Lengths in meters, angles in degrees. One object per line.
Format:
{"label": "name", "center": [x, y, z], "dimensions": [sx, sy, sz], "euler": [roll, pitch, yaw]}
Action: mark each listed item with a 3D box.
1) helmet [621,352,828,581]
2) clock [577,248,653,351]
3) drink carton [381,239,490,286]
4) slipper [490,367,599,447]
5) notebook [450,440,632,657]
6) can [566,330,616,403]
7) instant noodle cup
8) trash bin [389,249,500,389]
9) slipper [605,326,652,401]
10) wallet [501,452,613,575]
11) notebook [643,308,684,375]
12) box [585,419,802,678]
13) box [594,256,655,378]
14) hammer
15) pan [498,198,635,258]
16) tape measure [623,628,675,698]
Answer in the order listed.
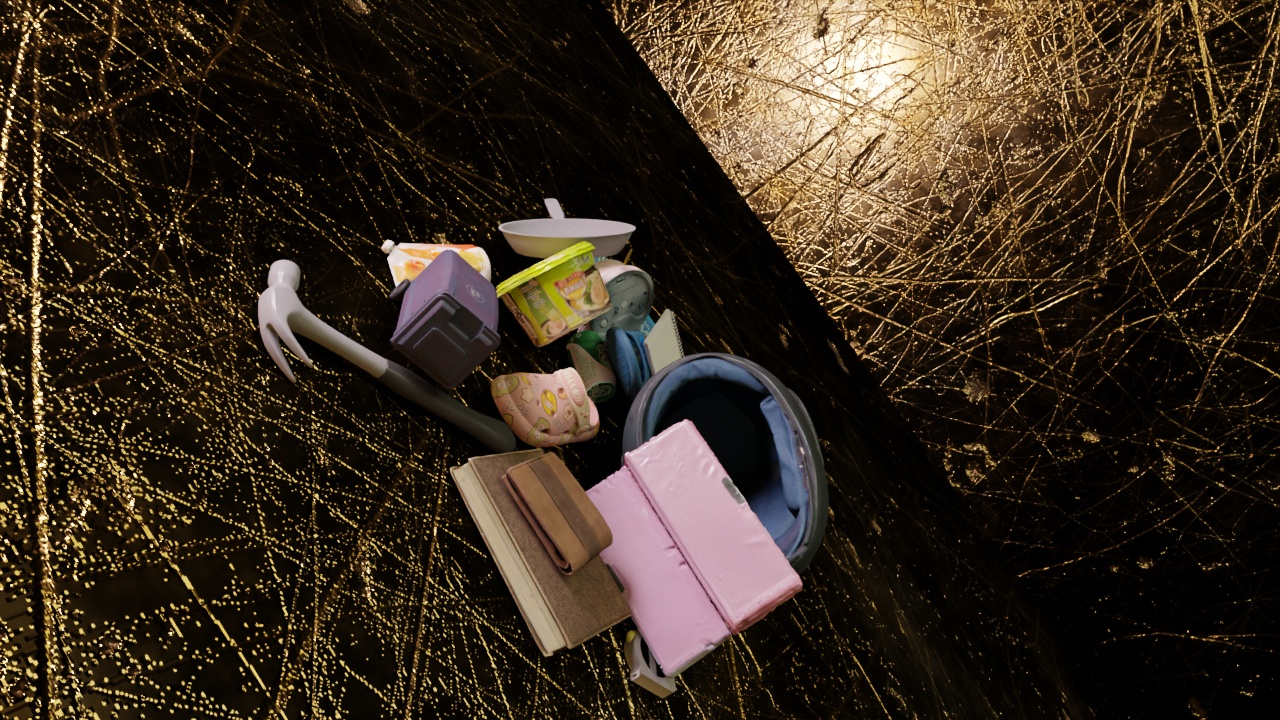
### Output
{"label": "helmet", "center": [0.112, 0.149, 1.160], "dimensions": [0.236, 0.249, 0.316], "euler": [72, -5, -64]}
{"label": "clock", "center": [-0.042, -0.076, 1.343], "dimensions": [0.059, 0.116, 0.158], "euler": [38, -36, 37]}
{"label": "drink carton", "center": [-0.243, -0.112, 1.093], "dimensions": [0.122, 0.039, 0.069], "euler": [-4, 63, -39]}
{"label": "slipper", "center": [-0.095, 0.052, 1.106], "dimensions": [0.197, 0.082, 0.093], "euler": [16, 42, -60]}
{"label": "notebook", "center": [-0.090, 0.187, 0.962], "dimensions": [0.215, 0.035, 0.189], "euler": [59, 21, 15]}
{"label": "can", "center": [-0.068, 0.006, 1.268], "dimensions": [0.053, 0.053, 0.101], "euler": [29, 31, -46]}
{"label": "instant noodle cup", "center": [-0.110, -0.085, 1.218], "dimensions": [0.098, 0.146, 0.146], "euler": [63, 20, -6]}
{"label": "trash bin", "center": [-0.206, -0.045, 0.972], "dimensions": [0.094, 0.092, 0.160], "euler": [43, 12, -24]}
{"label": "slipper", "center": [-0.008, 0.008, 1.299], "dimensions": [0.214, 0.059, 0.103], "euler": [78, -6, -81]}
{"label": "wallet", "center": [-0.083, 0.154, 0.941], "dimensions": [0.121, 0.027, 0.098], "euler": [56, 22, 8]}
{"label": "notebook", "center": [0.056, 0.061, 1.358], "dimensions": [0.177, 0.013, 0.246], "euler": [-57, 134, -68]}
{"label": "box", "center": [0.041, 0.197, 0.996], "dimensions": [0.232, 0.179, 0.039], "euler": [54, -3, 27]}
{"label": "box", "center": [-0.027, -0.085, 1.480], "dimensions": [0.243, 0.071, 0.170], "euler": [54, 20, 2]}
{"label": "hammer", "center": [-0.241, 0.021, 0.919], "dimensions": [0.310, 0.030, 0.124], "euler": [37, 25, -37]}
{"label": "pan", "center": [-0.123, -0.209, 1.430], "dimensions": [0.356, 0.200, 0.051], "euler": [-125, -145, -71]}
{"label": "tape measure", "center": [0.009, 0.322, 0.980], "dimensions": [0.064, 0.017, 0.064], "euler": [40, 24, -30]}
